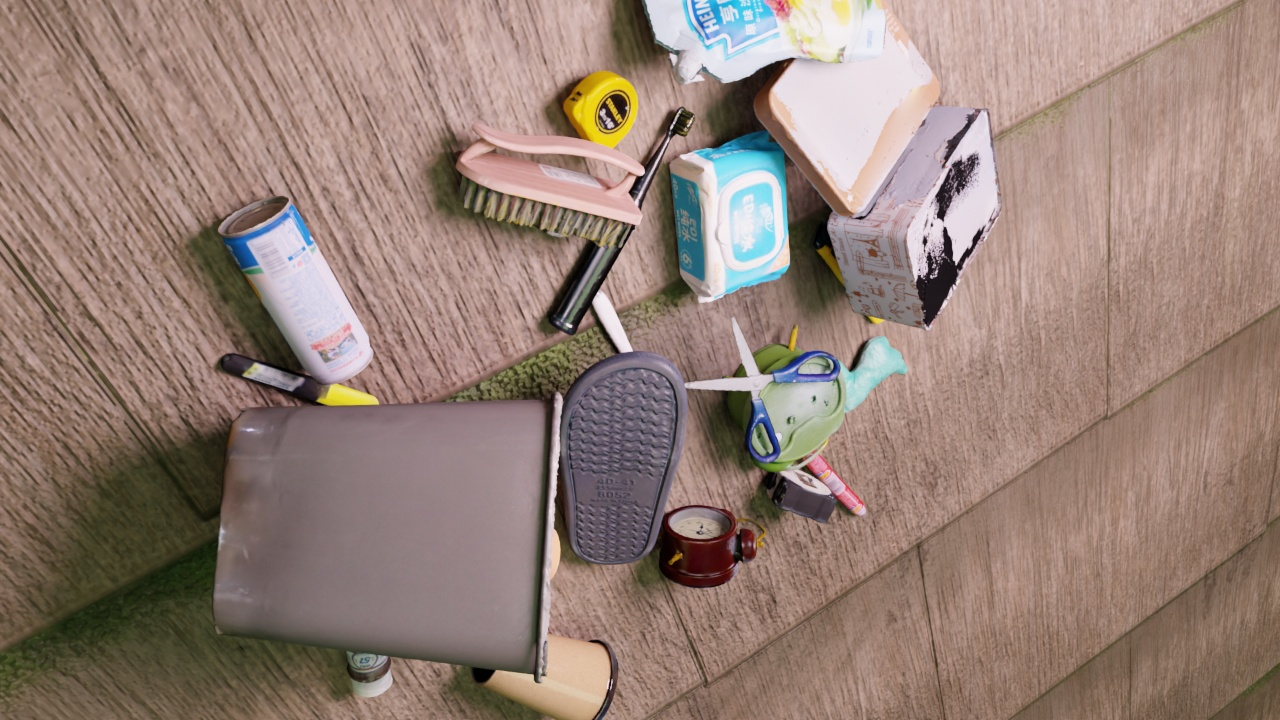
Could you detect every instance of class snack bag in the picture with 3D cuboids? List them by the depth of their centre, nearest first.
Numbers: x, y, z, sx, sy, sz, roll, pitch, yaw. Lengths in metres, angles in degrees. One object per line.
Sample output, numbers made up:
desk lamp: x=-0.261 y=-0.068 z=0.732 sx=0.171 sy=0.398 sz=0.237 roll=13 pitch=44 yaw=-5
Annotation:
snack bag: x=0.094 y=-0.272 z=0.711 sx=0.190 sy=0.039 sz=0.110 roll=-13 pitch=87 yaw=-17

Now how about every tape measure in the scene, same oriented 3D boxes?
tape measure: x=-0.031 y=-0.198 z=0.722 sx=0.057 sy=0.029 sz=0.060 roll=-47 pitch=144 yaw=-5
tape measure: x=0.169 y=0.141 z=0.981 sx=0.065 sy=0.066 sz=0.033 roll=21 pitch=102 yaw=-16

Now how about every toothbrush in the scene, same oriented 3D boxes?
toothbrush: x=-0.014 y=-0.117 z=0.774 sx=0.026 sy=0.027 sz=0.213 roll=18 pitch=105 yaw=-56
toothbrush: x=-0.005 y=0.005 z=0.848 sx=0.016 sy=0.016 sz=0.180 roll=-38 pitch=126 yaw=-14

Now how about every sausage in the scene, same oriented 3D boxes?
sausage: x=0.219 y=0.139 z=1.037 sx=0.020 sy=0.020 sz=0.156 roll=-46 pitch=127 yaw=-1

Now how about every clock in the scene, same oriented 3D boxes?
clock: x=0.151 y=0.051 z=0.932 sx=0.116 sy=0.056 sz=0.161 roll=-35 pitch=126 yaw=-9
clock: x=0.071 y=0.187 z=0.942 sx=0.121 sy=0.082 sz=0.055 roll=-9 pitch=112 yaw=-22

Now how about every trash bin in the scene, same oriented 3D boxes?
trash bin: x=-0.169 y=0.117 z=0.667 sx=0.219 sy=0.199 sz=0.198 roll=3 pitch=87 yaw=-6

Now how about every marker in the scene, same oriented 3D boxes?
marker: x=-0.263 y=0.019 z=0.716 sx=0.124 sy=0.015 sz=0.018 roll=22 pitch=101 yaw=-32

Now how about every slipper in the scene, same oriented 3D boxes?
slipper: x=-0.023 y=0.082 z=0.845 sx=0.110 sy=0.083 sz=0.269 roll=3 pitch=131 yaw=-5

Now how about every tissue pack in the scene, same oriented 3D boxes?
tissue pack: x=0.082 y=-0.124 z=0.801 sx=0.089 sy=0.063 sz=0.140 roll=-20 pitch=122 yaw=-21

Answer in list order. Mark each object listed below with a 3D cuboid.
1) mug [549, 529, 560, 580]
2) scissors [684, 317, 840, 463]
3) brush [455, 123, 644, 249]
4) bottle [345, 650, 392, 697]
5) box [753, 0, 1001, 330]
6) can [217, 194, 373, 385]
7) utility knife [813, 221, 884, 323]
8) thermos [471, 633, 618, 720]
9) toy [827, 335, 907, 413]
mug: x=-0.137 y=0.170 z=0.826 sx=0.122 sy=0.078 sz=0.078 roll=13 pitch=107 yaw=-38
scissors: x=0.116 y=0.027 z=0.858 sx=0.175 sy=0.012 sz=0.162 roll=-12 pitch=119 yaw=-22
brush: x=-0.071 y=-0.139 z=0.709 sx=0.145 sy=0.063 sz=0.073 roll=10 pitch=122 yaw=-27
bottle: x=-0.245 y=0.212 z=0.805 sx=0.079 sy=0.044 sz=0.195 roll=-7 pitch=118 yaw=-19
box: x=0.219 y=-0.176 z=0.803 sx=0.177 sy=0.107 sz=0.272 roll=-53 pitch=124 yaw=-24
can: x=-0.246 y=-0.048 z=0.665 sx=0.053 sy=0.053 sz=0.135 roll=-29 pitch=125 yaw=-13
utility knife: x=0.218 y=-0.086 z=0.925 sx=0.033 sy=0.015 sz=0.154 roll=-46 pitch=127 yaw=2
thermos: x=-0.092 y=0.312 z=0.916 sx=0.143 sy=0.093 sz=0.093 roll=28 pitch=98 yaw=-27
toy: x=0.235 y=0.012 z=0.977 sx=0.092 sy=0.030 sz=0.096 roll=-48 pitch=121 yaw=-2
